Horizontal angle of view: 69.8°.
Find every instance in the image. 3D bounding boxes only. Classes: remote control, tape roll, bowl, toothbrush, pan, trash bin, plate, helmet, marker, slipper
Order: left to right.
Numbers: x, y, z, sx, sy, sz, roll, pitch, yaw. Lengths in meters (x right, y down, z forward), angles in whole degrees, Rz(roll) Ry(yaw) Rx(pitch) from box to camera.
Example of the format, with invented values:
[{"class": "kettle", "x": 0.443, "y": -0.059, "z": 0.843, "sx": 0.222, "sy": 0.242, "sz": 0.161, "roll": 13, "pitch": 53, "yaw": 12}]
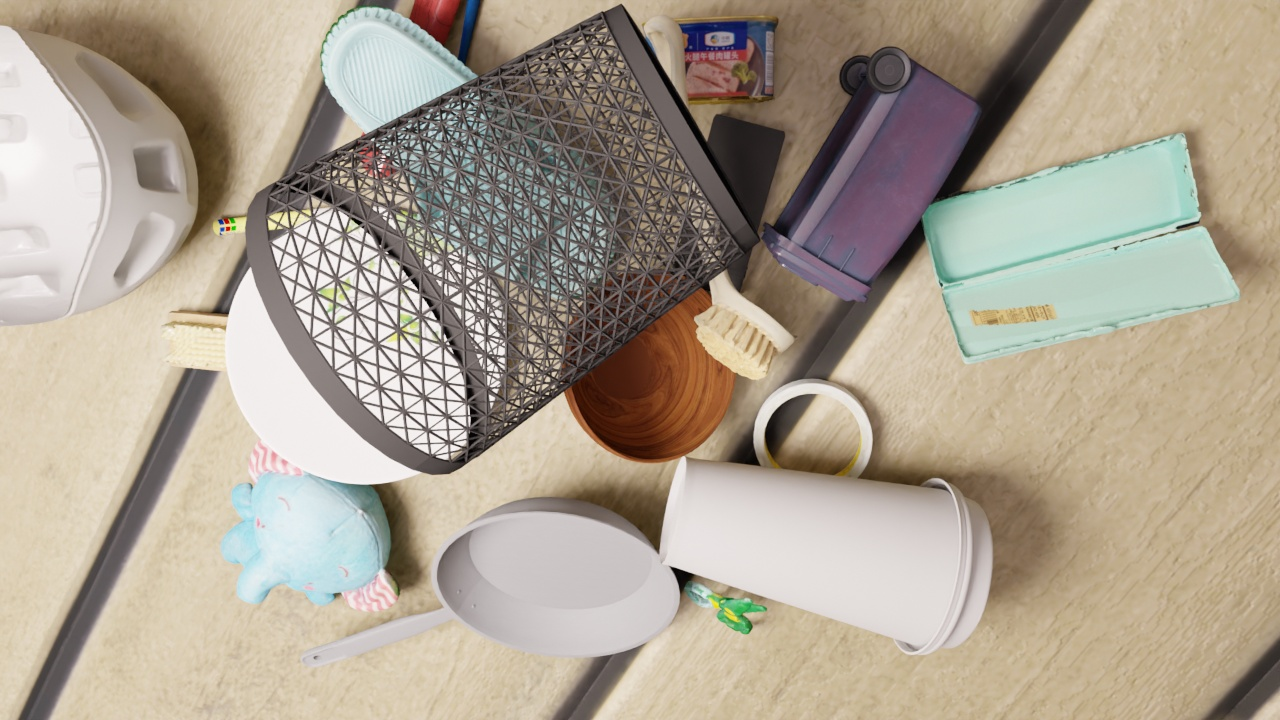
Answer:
[{"class": "helmet", "x": -0.495, "y": -0.139, "z": 0.725, "sx": 0.282, "sy": 0.183, "sz": 0.224, "roll": -8, "pitch": 95, "yaw": 4}, {"class": "marker", "x": -0.302, "y": -0.120, "z": 0.783, "sx": 0.132, "sy": 0.014, "sz": 0.014, "roll": -4, "pitch": 101, "yaw": 11}, {"class": "plate", "x": -0.226, "y": -0.013, "z": 0.770, "sx": 0.229, "sy": 0.030, "sz": 0.229, "roll": 0, "pitch": 87, "yaw": -3}, {"class": "toothbrush", "x": -0.134, "y": -0.283, "z": 0.719, "sx": 0.017, "sy": 0.016, "sz": 0.190, "roll": 20, "pitch": 104, "yaw": 19}, {"class": "slipper", "x": -0.129, "y": -0.151, "z": 0.695, "sx": 0.276, "sy": 0.069, "sz": 0.116, "roll": 42, "pitch": 109, "yaw": -14}, {"class": "pan", "x": -0.139, "y": 0.203, "z": 0.775, "sx": 0.357, "sy": 0.050, "sz": 0.201, "roll": -18, "pitch": 128, "yaw": 20}, {"class": "trash bin", "x": -0.072, "y": -0.081, "z": 0.576, "sx": 0.243, "sy": 0.216, "sz": 0.217, "roll": -30, "pitch": 95, "yaw": 12}, {"class": "bowl", "x": -0.004, "y": 0.004, "z": 0.719, "sx": 0.147, "sy": 0.069, "sz": 0.147, "roll": 0, "pitch": 90, "yaw": -29}, {"class": "remote control", "x": 0.068, "y": -0.120, "z": 0.719, "sx": 0.058, "sy": 0.013, "sz": 0.133, "roll": 17, "pitch": 104, "yaw": 6}, {"class": "tape roll", "x": 0.139, "y": 0.062, "z": 0.741, "sx": 0.094, "sy": 0.019, "sz": 0.094, "roll": 2, "pitch": 102, "yaw": 9}, {"class": "trash bin", "x": 0.157, "y": -0.131, "z": 0.661, "sx": 0.092, "sy": 0.093, "sz": 0.161, "roll": 29, "pitch": 103, "yaw": -7}]

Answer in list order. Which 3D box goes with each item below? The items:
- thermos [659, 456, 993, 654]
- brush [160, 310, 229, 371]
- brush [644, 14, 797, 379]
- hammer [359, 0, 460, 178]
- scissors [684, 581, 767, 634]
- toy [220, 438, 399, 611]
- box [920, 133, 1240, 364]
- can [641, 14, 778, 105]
[{"class": "thermos", "x": 0.132, "y": 0.135, "z": 0.686, "sx": 0.222, "sy": 0.131, "sz": 0.132, "roll": 13, "pitch": 104, "yaw": -3}, {"class": "brush", "x": -0.364, "y": -0.014, "z": 0.803, "sx": 0.117, "sy": 0.039, "sz": 0.049, "roll": 5, "pitch": 101, "yaw": 8}, {"class": "brush", "x": 0.049, "y": -0.111, "z": 0.665, "sx": 0.062, "sy": 0.077, "sz": 0.272, "roll": 0, "pitch": 113, "yaw": 49}, {"class": "hammer", "x": -0.150, "y": -0.286, "z": 0.701, "sx": 0.126, "sy": 0.036, "sz": 0.316, "roll": 33, "pitch": 110, "yaw": 21}, {"class": "scissors", "x": 0.069, "y": 0.193, "z": 0.737, "sx": 0.071, "sy": 0.131, "sz": 0.014, "roll": 34, "pitch": 69, "yaw": 6}, {"class": "toy", "x": -0.306, "y": 0.161, "z": 0.799, "sx": 0.181, "sy": 0.114, "sz": 0.183, "roll": -25, "pitch": 107, "yaw": 24}, {"class": "box", "x": 0.311, "y": -0.078, "z": 0.666, "sx": 0.187, "sy": 0.057, "sz": 0.138, "roll": -13, "pitch": 81, "yaw": 13}, {"class": "can", "x": 0.052, "y": -0.221, "z": 0.680, "sx": 0.100, "sy": 0.053, "sz": 0.059, "roll": 0, "pitch": 103, "yaw": 10}]
